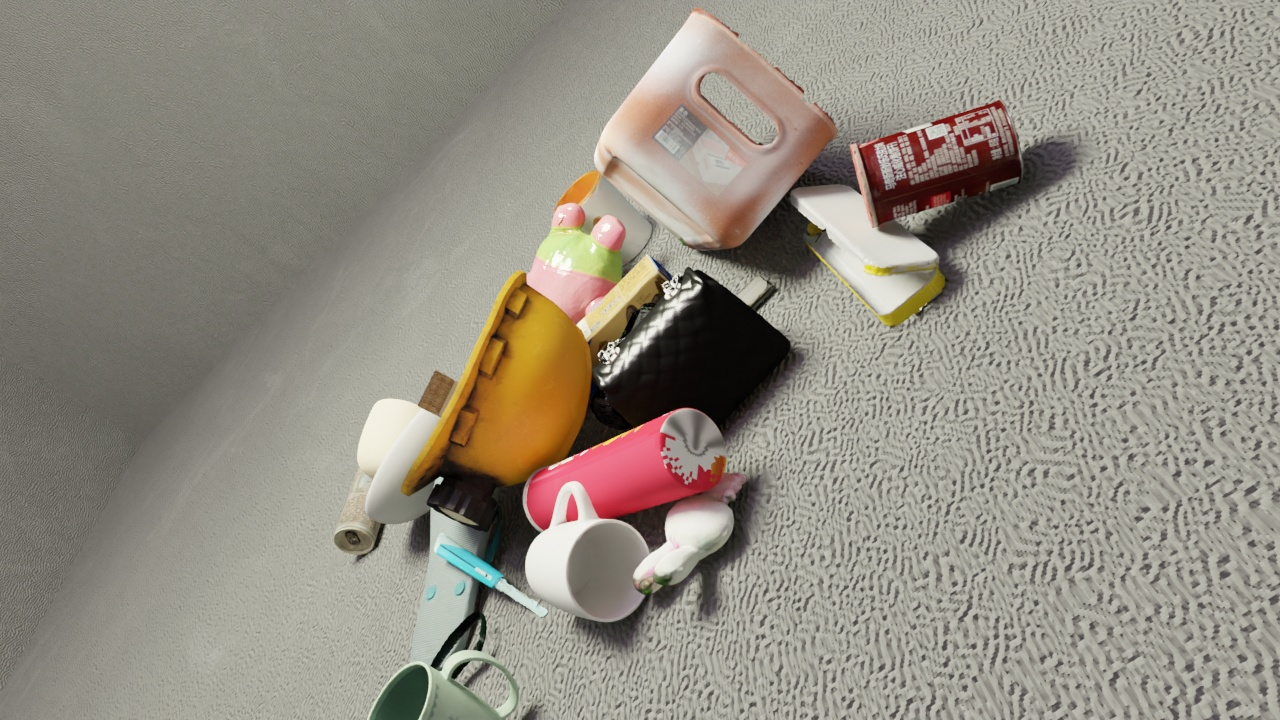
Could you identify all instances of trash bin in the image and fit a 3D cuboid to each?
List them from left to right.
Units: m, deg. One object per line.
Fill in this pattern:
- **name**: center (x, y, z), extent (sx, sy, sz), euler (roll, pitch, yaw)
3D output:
- **trash bin**: center (0.061, -0.220, 0.954), extent (0.157, 0.181, 0.259), euler (-51, 9, 2)

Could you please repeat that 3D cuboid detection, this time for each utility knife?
- **utility knife**: center (-0.147, 0.209, 0.899), extent (0.177, 0.015, 0.022), euler (17, 78, 41)

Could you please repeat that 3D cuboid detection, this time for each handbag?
- **handbag**: center (0.035, -0.008, 0.832), extent (0.154, 0.125, 0.114), euler (-45, 27, 8)

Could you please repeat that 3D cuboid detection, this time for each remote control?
- **remote control**: center (0.078, -0.031, 0.921), extent (0.136, 0.013, 0.033), euler (-44, 29, 7)

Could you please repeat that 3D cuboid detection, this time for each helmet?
- **helmet**: center (-0.122, 0.046, 0.930), extent (0.206, 0.131, 0.254), euler (124, 170, -69)

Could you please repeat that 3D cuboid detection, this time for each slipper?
- **slipper**: center (-0.182, 0.202, 0.980), extent (0.098, 0.054, 0.268), euler (-25, 47, 32)

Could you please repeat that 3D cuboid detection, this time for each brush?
- **brush**: center (-0.181, 0.063, 1.039), extent (0.008, 0.143, 0.045), euler (-3, 60, 57)

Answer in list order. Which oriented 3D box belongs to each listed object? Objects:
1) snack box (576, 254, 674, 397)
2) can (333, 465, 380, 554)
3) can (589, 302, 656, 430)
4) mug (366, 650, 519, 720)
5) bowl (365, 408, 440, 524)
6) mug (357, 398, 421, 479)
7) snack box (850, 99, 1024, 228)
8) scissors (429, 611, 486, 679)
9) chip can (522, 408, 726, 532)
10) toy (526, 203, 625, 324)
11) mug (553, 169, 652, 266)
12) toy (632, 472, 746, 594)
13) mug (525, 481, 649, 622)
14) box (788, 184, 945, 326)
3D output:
- **snack box**: center (-0.039, -0.023, 1.039), extent (0.207, 0.057, 0.056), euler (-44, 26, 11)
- **can**: center (-0.374, 0.196, 1.251), extent (0.054, 0.054, 0.135), euler (-35, 31, 25)
- **can**: center (-0.006, 0.006, 0.952), extent (0.054, 0.054, 0.137), euler (-14, 43, 48)
- **mug**: center (-0.148, 0.291, 0.741), extent (0.111, 0.104, 0.084), euler (-56, 28, -11)
- **bowl**: center (-0.252, 0.129, 1.108), extent (0.176, 0.066, 0.177), euler (-58, -5, -9)
- **mug**: center (-0.321, 0.116, 1.234), extent (0.120, 0.096, 0.099), euler (-8, 54, 36)
- **snack box**: center (0.239, -0.159, 0.745), extent (0.121, 0.072, 0.072), euler (-16, 37, 14)
- **scissors**: center (-0.185, 0.331, 0.828), extent (0.203, 0.015, 0.202), euler (-57, 33, -7)
- **chip can**: center (-0.020, 0.102, 0.798), extent (0.221, 0.069, 0.069), euler (-28, 33, 50)
- **toy**: center (-0.092, -0.072, 1.134), extent (0.192, 0.096, 0.237), euler (28, 99, 43)
- **mug**: center (-0.048, -0.184, 1.201), extent (0.082, 0.105, 0.082), euler (-36, 29, 24)
- **toy**: center (0.043, 0.136, 0.731), extent (0.122, 0.038, 0.079), euler (-49, 12, -21)
- **mug**: center (-0.052, 0.158, 0.771), extent (0.080, 0.114, 0.088), euler (-14, 0, -33)
- **box**: center (0.194, -0.104, 0.806), extent (0.067, 0.070, 0.210), euler (-24, 30, 2)
